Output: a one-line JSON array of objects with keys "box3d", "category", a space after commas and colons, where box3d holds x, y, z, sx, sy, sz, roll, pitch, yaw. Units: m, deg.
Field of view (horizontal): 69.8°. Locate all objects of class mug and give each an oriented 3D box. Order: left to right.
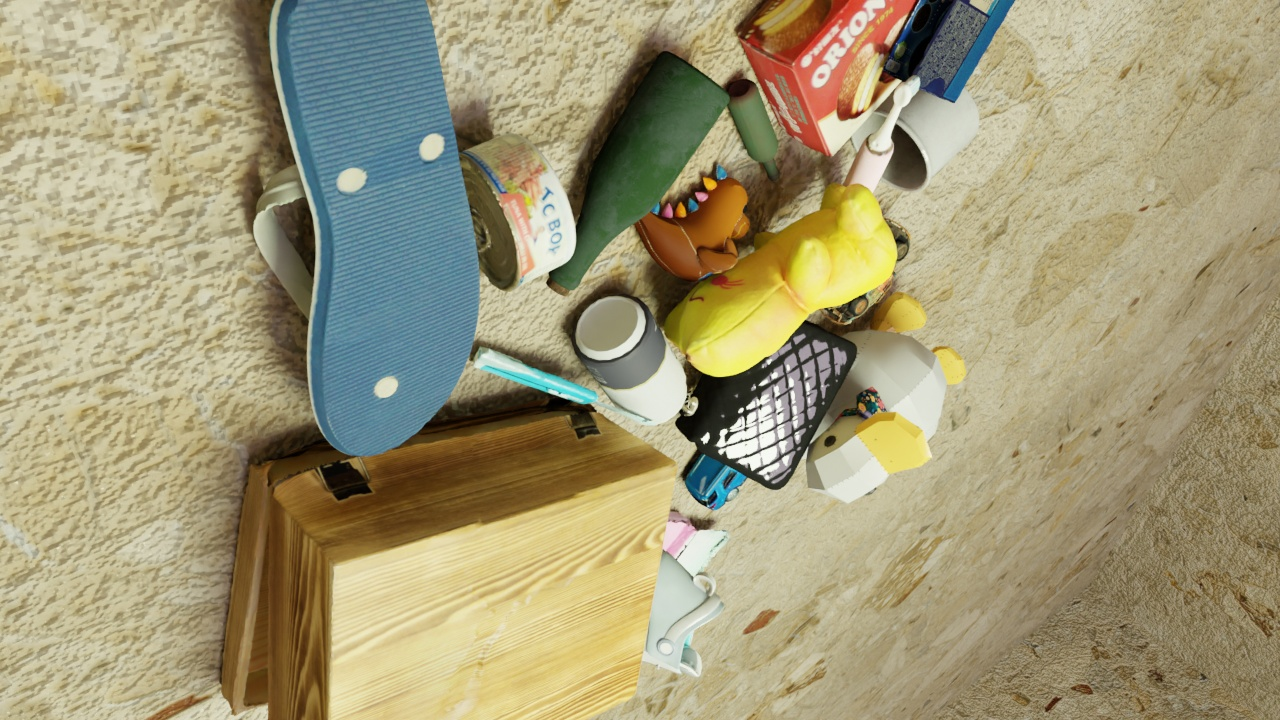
[{"box3d": [0.221, -0.205, 0.763, 0.070, 0.084, 0.113, -42, 113, -11], "category": "mug"}]

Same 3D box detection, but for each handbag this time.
[{"box3d": [0.101, 0.020, 0.845, 0.125, 0.114, 0.154, 24, 101, -26], "category": "handbag"}]

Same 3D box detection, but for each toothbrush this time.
[{"box3d": [0.184, -0.156, 0.734, 0.026, 0.027, 0.223, -44, 168, -14], "category": "toothbrush"}]

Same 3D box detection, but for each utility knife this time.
[{"box3d": [-0.051, 0.022, 0.695, 0.168, 0.015, 0.022, 22, 149, -32], "category": "utility knife"}]

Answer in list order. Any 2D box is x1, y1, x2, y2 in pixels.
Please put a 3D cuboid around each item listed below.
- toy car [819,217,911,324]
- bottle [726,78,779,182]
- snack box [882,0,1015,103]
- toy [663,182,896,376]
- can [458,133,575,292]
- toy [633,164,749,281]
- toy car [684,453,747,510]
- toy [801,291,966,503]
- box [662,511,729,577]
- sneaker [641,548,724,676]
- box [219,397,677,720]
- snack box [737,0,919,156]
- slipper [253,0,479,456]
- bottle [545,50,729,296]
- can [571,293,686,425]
[{"box3d": [0.223, -0.083, 0.899, 0.047, 0.047, 0.112, 18, 111, -52], "category": "toy car"}, {"box3d": [0.090, -0.169, 0.696, 0.025, 0.025, 0.106, -45, 145, -4], "category": "bottle"}, {"box3d": [0.238, -0.263, 0.653, 0.082, 0.027, 0.150, -2, 127, -49], "category": "snack box"}, {"box3d": [0.111, -0.058, 0.731, 0.194, 0.134, 0.087, -36, 102, 0], "category": "toy"}, {"box3d": [-0.079, -0.088, 0.547, 0.043, 0.086, 0.086, -29, 141, -24], "category": "can"}, {"box3d": [0.038, -0.113, 0.691, 0.103, 0.071, 0.090, 45, 74, -32], "category": "toy"}, {"box3d": [0.093, 0.098, 0.930, 0.120, 0.056, 0.043, -53, 143, 10], "category": "toy car"}, {"box3d": [0.222, 0.051, 0.920, 0.266, 0.141, 0.247, -44, -172, -36], "category": "toy"}, {"box3d": [-0.008, 0.262, 1.001, 0.230, 0.035, 0.159, -55, 145, 10], "category": "box"}, {"box3d": [-0.034, 0.286, 0.881, 0.257, 0.160, 0.093, -60, 169, 13], "category": "sneaker"}, {"box3d": [-0.140, 0.160, 0.681, 0.278, 0.176, 0.248, -9, 120, -40], "category": "box"}, {"box3d": [0.183, -0.274, 0.662, 0.236, 0.060, 0.113, -48, 146, 1], "category": "snack box"}, {"box3d": [-0.151, -0.075, 0.512, 0.118, 0.060, 0.296, -26, 137, -33], "category": "slipper"}, {"box3d": [-0.011, -0.118, 0.617, 0.055, 0.055, 0.174, 17, 112, -52], "category": "bottle"}, {"box3d": [-0.004, 0.004, 0.731, 0.064, 0.064, 0.127, -43, 144, -7], "category": "can"}]
